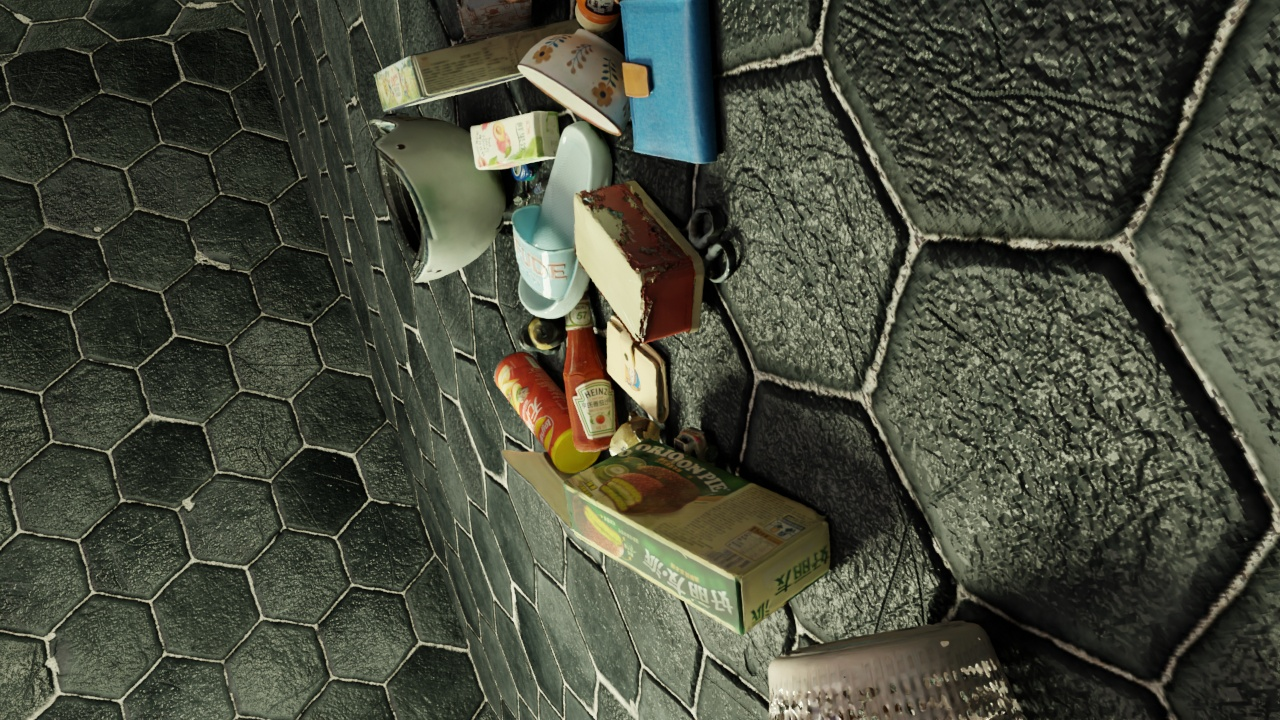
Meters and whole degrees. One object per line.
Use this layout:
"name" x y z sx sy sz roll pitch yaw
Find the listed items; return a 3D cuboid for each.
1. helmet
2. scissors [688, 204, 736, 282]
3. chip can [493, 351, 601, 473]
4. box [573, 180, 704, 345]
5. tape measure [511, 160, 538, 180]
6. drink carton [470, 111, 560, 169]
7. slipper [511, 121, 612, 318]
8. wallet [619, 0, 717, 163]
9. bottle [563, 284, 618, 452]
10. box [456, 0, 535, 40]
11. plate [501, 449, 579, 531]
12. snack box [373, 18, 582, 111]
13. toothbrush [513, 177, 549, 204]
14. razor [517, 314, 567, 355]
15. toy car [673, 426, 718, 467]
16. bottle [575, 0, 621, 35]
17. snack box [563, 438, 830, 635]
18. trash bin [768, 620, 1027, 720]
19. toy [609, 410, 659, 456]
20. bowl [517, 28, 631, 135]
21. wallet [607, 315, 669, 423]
"helmet" -0.270 -0.232 1.260 0.274 0.156 0.230 -140 36 -67
"scissors" 0.048 -0.077 0.854 0.135 0.014 0.175 53 150 39
"chip can" -0.132 0.066 1.265 0.216 0.073 0.073 45 145 46
"box" -0.013 -0.096 0.870 0.168 0.079 0.091 -125 27 -44
"tape measure" -0.142 -0.250 1.131 0.055 0.025 0.058 169 94 -67
"drink carton" -0.144 -0.256 1.070 0.123 0.045 0.053 3 102 45
"slipper" -0.095 -0.146 1.006 0.104 0.074 0.246 54 138 35
"wallet" 0.023 -0.237 0.770 0.106 0.040 0.133 28 130 52
"bottle" -0.065 0.005 1.101 0.060 0.059 0.206 5 104 65
"box" -0.136 -0.434 0.896 0.274 0.126 0.179 3 108 60
"plate" -0.100 0.170 1.223 0.163 0.034 0.164 42 -176 23
"snack box" -0.173 -0.309 0.966 0.183 0.177 0.046 21 129 61
"toothbrush" -0.121 -0.212 1.123 0.190 0.016 0.014 -2 112 64
"razor" -0.123 -0.033 1.146 0.167 0.067 0.062 -157 47 -84
"toy car" 0.059 0.114 0.933 0.042 0.035 0.090 23 128 62
"bottle" -0.029 -0.331 0.793 0.150 0.066 0.066 129 121 -71
"snack box" 0.044 0.149 0.836 0.240 0.114 0.063 18 124 47
"trash bin" 0.176 0.282 0.607 0.228 0.227 0.192 133 129 -63
"toy" 0.007 0.134 1.020 0.105 0.066 0.157 -120 16 -66
"bowl" -0.051 -0.266 0.853 0.062 0.113 0.113 -59 36 3
"wallet" -0.006 0.006 1.014 0.115 0.024 0.087 45 143 49
